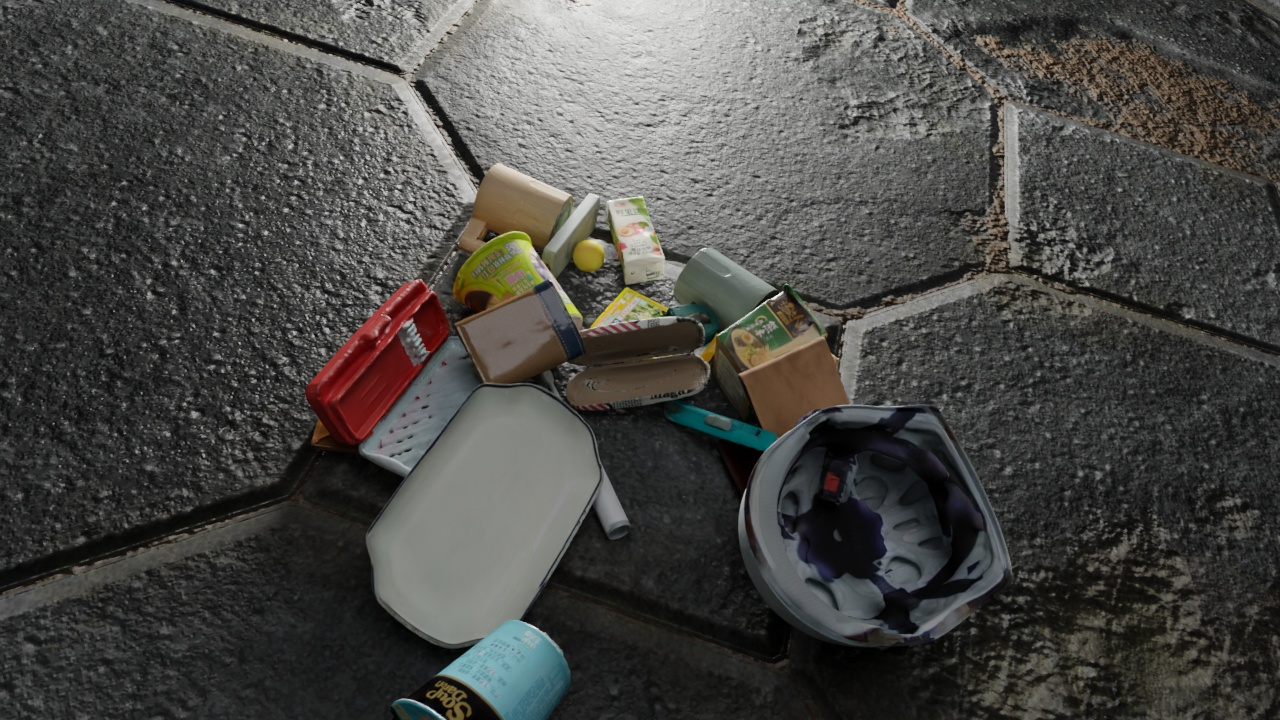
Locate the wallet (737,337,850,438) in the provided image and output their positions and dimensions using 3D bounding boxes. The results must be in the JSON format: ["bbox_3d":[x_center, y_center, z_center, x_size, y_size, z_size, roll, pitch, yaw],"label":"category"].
[{"bbox_3d":[0.170,0.046,0.978,0.101,0.115,0.020,-23,11,-4],"label":"wallet"}]

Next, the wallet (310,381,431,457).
[{"bbox_3d":[-0.261,0.064,0.942,0.130,0.035,0.118,7,42,-8],"label":"wallet"}]

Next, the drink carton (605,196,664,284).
[{"bbox_3d":[-0.008,-0.155,1.182,0.053,0.046,0.122,-10,51,-8],"label":"drink carton"}]

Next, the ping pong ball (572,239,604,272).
[{"bbox_3d":[-0.065,-0.131,1.151,0.040,0.040,0.040,7,48,-8],"label":"ping pong ball"}]

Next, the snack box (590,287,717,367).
[{"bbox_3d":[0.019,-0.024,1.083,0.140,0.034,0.086,29,49,10],"label":"snack box"}]

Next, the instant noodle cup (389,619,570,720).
[{"bbox_3d":[-0.120,0.278,0.741,0.111,0.111,0.120,34,43,17],"label":"instant noodle cup"}]

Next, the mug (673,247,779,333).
[{"bbox_3d":[0.113,-0.081,1.133,0.103,0.084,0.123,37,24,20],"label":"mug"}]

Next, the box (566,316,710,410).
[{"bbox_3d":[-0.006,0.007,1.003,0.162,0.075,0.086,-9,62,4],"label":"box"}]

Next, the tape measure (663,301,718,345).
[{"bbox_3d":[0.063,-0.044,1.071,0.054,0.025,0.058,-15,54,-24],"label":"tape measure"}]

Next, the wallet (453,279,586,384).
[{"bbox_3d":[-0.125,-0.023,0.959,0.115,0.033,0.090,-27,85,-16],"label":"wallet"}]

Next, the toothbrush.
[{"bbox_3d":[-0.065,0.090,0.966,0.026,0.026,0.221,-5,50,-32],"label":"toothbrush"}]

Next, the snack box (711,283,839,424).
[{"bbox_3d":[0.144,0.001,1.045,0.105,0.118,0.117,-22,57,-17],"label":"snack box"}]

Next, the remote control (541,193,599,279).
[{"bbox_3d":[-0.088,-0.155,1.157,0.019,0.056,0.134,23,49,8],"label":"remote control"}]

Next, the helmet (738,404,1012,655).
[{"bbox_3d":[0.201,0.166,0.875,0.258,0.146,0.229,-16,70,-19],"label":"helmet"}]

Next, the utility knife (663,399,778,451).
[{"bbox_3d":[0.095,0.072,0.983,0.185,0.013,0.029,17,66,36],"label":"utility knife"}]

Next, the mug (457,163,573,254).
[{"bbox_3d":[-0.155,-0.173,1.150,0.103,0.084,0.124,23,72,5],"label":"mug"}]

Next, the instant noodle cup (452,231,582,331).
[{"bbox_3d":[-0.132,-0.064,1.039,0.111,0.112,0.123,-31,69,-33],"label":"instant noodle cup"}]

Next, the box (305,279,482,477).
[{"bbox_3d":[-0.231,0.021,0.928,0.157,0.070,0.200,44,40,-14],"label":"box"}]

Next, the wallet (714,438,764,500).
[{"bbox_3d":[0.145,0.128,0.987,0.096,0.020,0.122,-4,49,-23],"label":"wallet"}]

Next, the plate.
[{"bbox_3d":[-0.143,0.140,0.861,0.162,0.034,0.264,37,57,-9],"label":"plate"}]
